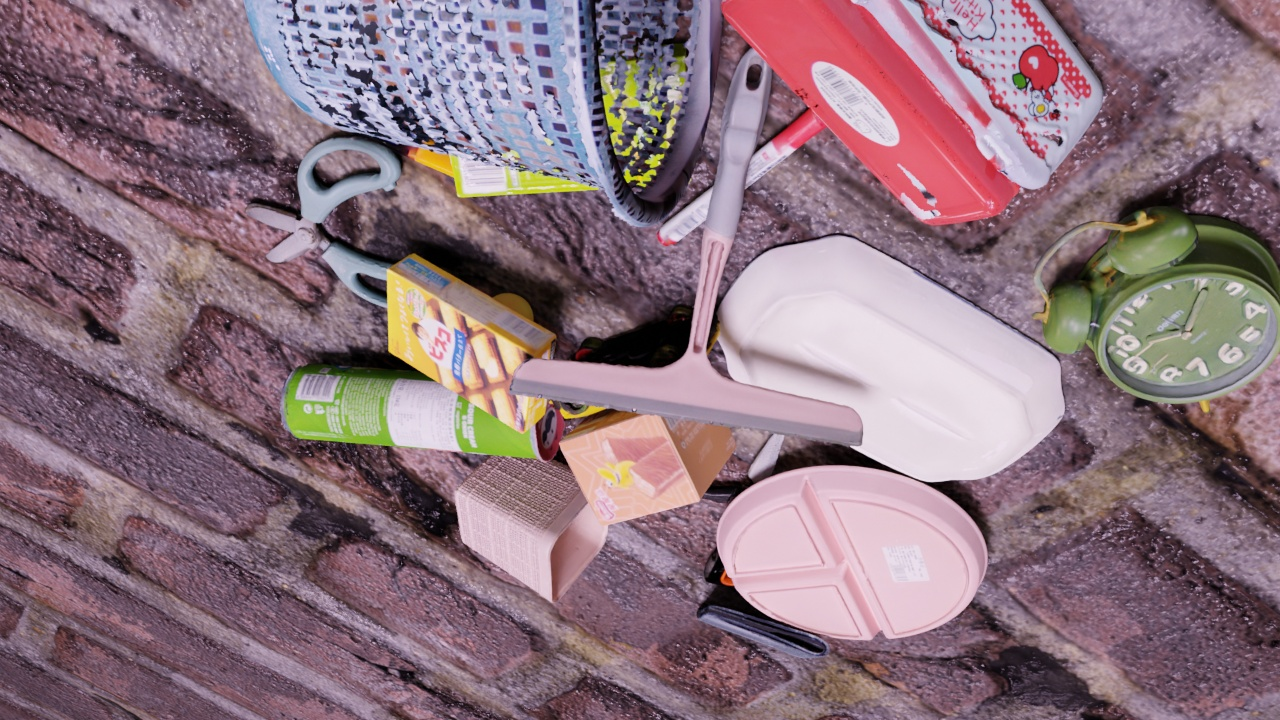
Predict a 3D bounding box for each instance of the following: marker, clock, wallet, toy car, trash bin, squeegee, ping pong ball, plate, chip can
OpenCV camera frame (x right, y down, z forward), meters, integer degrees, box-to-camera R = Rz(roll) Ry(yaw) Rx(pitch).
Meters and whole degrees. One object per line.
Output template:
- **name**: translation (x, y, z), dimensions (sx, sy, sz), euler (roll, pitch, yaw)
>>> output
- **marker**: translation (0.064, -0.120, 0.611), dimensions (0.017, 0.017, 0.146), euler (42, 129, -18)
- **clock**: translation (0.325, -0.035, 0.576), dimensions (0.161, 0.056, 0.116), euler (26, 131, -6)
- **wallet**: translation (0.115, 0.265, 0.893), dimensions (0.121, 0.019, 0.097), euler (19, 161, 3)
- **toy car**: translation (-0.004, 0.004, 0.700), dimensions (0.156, 0.071, 0.041), euler (-21, 119, 30)
- **trash bin**: translation (-0.076, -0.190, 0.464), dimensions (0.195, 0.225, 0.227), euler (8, 131, 17)
- **squeegee**: translation (0.052, -0.077, 0.602), dimensions (0.247, 0.040, 0.250), euler (10, 113, -1)
- **ping pong ball**: translation (-0.104, -0.033, 0.719), dimensions (0.040, 0.040, 0.040), euler (9, 131, 10)
- **plate**: translation (0.178, 0.176, 0.791), dimensions (0.229, 0.028, 0.230), euler (8, 133, 8)
- **plate**: translation (0.180, 0.014, 0.676), dimensions (0.265, 0.034, 0.162), euler (29, 131, -8)
- **chip can**: translation (-0.187, 0.042, 0.787), dimensions (0.236, 0.072, 0.072), euler (3, 130, 15)
- **marker**: translation (-0.173, -0.157, 0.652), dimensions (0.124, 0.018, 0.015), euler (23, 166, -2)

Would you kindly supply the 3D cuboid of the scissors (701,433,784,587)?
- **scissors**: translation (0.078, 0.127, 0.815), dimensions (0.221, 0.021, 0.234), euler (10, 131, 2)

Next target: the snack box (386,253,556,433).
- **snack box**: translation (-0.132, -0.013, 0.701), dimensions (0.140, 0.033, 0.087), euler (31, 136, 17)

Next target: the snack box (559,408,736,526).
- **snack box**: translation (0.008, 0.067, 0.722), dimensions (0.095, 0.092, 0.077), euler (-20, 102, 30)

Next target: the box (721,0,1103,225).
- **box**: translation (0.156, -0.178, 0.520), dimensions (0.201, 0.100, 0.102), euler (40, 167, -19)

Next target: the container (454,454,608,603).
- **container**: translation (-0.098, 0.139, 0.818), dimensions (0.111, 0.090, 0.090), euler (24, 136, 22)

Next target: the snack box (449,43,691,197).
- **snack box**: translation (-0.047, -0.152, 0.588), dimensions (0.156, 0.026, 0.086), euler (-3, 126, 4)

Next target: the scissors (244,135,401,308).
- **scissors**: translation (-0.225, -0.111, 0.707), dimensions (0.170, 0.019, 0.181), euler (22, 133, -1)
